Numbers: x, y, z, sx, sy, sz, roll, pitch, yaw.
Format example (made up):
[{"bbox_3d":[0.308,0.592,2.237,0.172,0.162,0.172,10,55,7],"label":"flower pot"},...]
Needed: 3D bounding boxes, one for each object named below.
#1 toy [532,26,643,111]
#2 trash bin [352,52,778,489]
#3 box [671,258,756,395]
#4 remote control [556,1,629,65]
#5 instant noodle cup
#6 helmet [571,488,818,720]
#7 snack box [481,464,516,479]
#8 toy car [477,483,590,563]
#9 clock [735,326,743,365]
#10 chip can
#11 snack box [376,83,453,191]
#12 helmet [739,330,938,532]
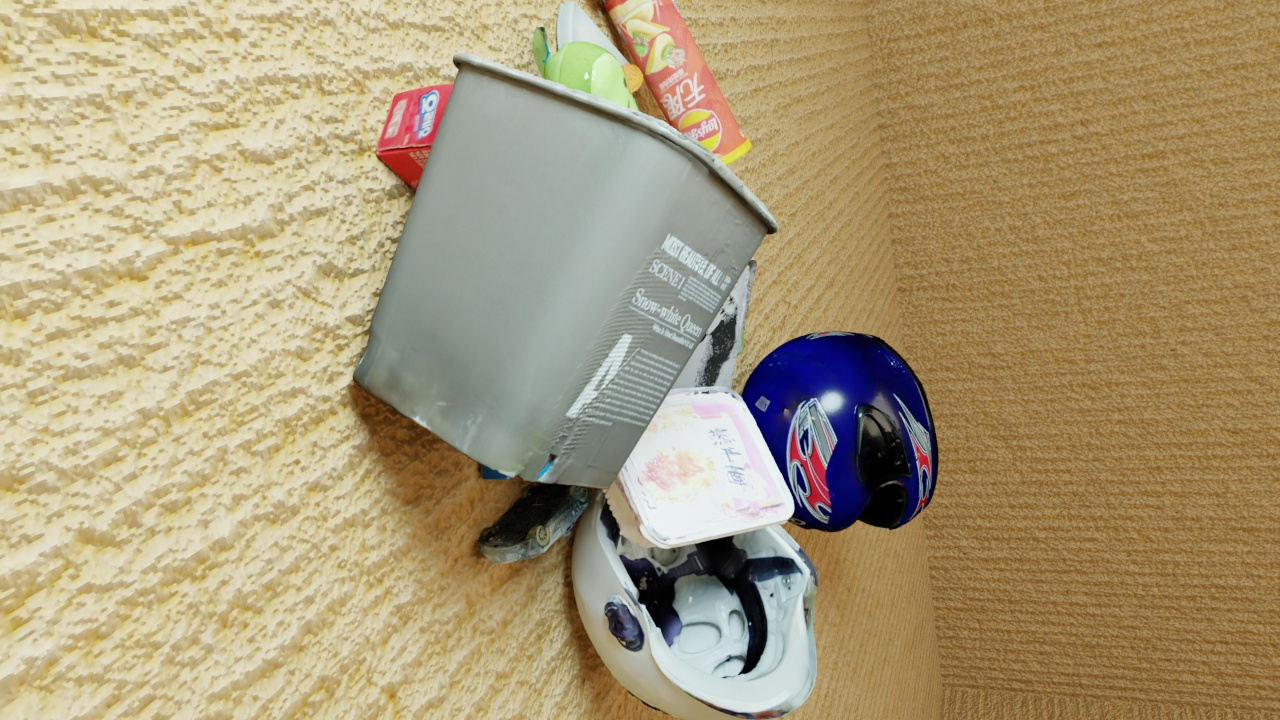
[{"bbox_3d":[-0.031,-0.195,0.869,0.247,0.090,0.226,63,31,-50],"label":"toy"},{"bbox_3d":[-0.055,-0.047,0.605,0.199,0.199,0.220,22,93,-61],"label":"trash bin"},{"bbox_3d":[0.045,-0.056,0.884,0.271,0.130,0.179,-62,163,-47],"label":"box"},{"bbox_3d":[-0.046,-0.308,0.937,0.135,0.019,0.056,23,66,-64],"label":"remote control"},{"bbox_3d":[0.035,0.095,0.780,0.173,0.061,0.138,-1,58,-42],"label":"instant noodle cup"},{"bbox_3d":[0.034,0.216,0.838,0.228,0.146,0.258,-6,61,-43],"label":"helmet"},{"bbox_3d":[-0.087,0.045,0.782,0.156,0.026,0.084,-14,98,-66],"label":"snack box"},{"bbox_3d":[-0.083,0.132,0.745,0.120,0.054,0.037,-38,119,-61],"label":"toy car"},{"bbox_3d":[0.087,-0.069,1.144,0.116,0.056,0.161,-7,87,-71],"label":"clock"},{"bbox_3d":[0.040,-0.310,0.999,0.216,0.073,0.073,59,31,-14],"label":"chip can"},{"bbox_3d":[-0.114,-0.126,0.712,0.207,0.057,0.058,46,48,-56],"label":"snack box"},{"bbox_3d":[0.261,0.121,1.287,0.240,0.247,0.315,-25,108,-23],"label":"helmet"}]
